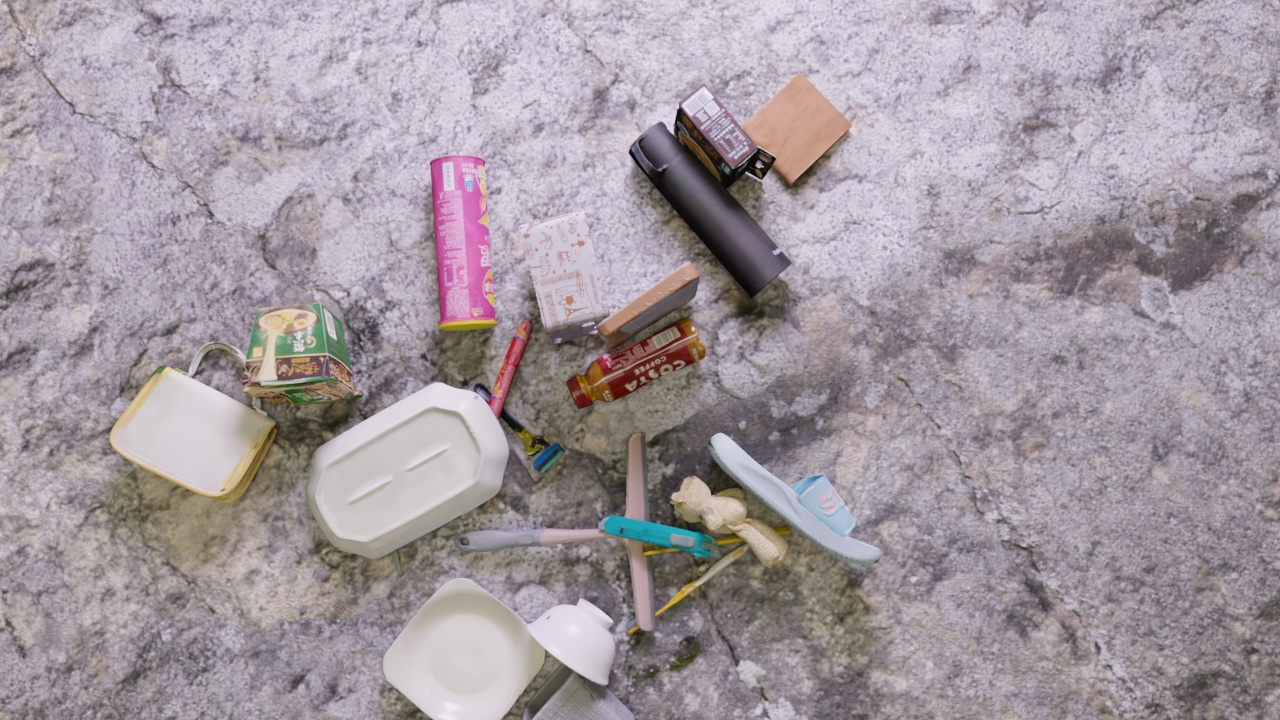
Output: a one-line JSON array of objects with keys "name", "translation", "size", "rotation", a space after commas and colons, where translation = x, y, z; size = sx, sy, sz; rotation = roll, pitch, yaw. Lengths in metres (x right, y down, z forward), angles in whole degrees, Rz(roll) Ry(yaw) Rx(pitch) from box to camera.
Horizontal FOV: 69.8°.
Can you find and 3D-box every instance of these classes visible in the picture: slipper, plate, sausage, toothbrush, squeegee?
[{"name": "slipper", "translation": [0.191, 0.162, 1.125], "size": [0.245, 0.104, 0.074], "rotation": [38, 85, 7]}, {"name": "plate", "translation": [-0.290, 0.138, 1.119], "size": [0.266, 0.034, 0.162], "rotation": [-28, 90, 6]}, {"name": "sausage", "translation": [-0.166, 0.016, 1.149], "size": [0.020, 0.020, 0.155], "rotation": [19, 76, -1]}, {"name": "toothbrush", "translation": [0.095, 0.224, 1.149], "size": [0.190, 0.016, 0.016], "rotation": [-7, 77, -8]}, {"name": "plate", "translation": [-0.215, 0.366, 1.134], "size": [0.164, 0.034, 0.163], "rotation": [40, 87, 1]}, {"name": "squeegee", "translation": [-0.110, 0.219, 1.139], "size": [0.249, 0.040, 0.247], "rotation": [-4, 84, 1]}, {"name": "toothbrush", "translation": [0.060, 0.284, 1.155], "size": [0.191, 0.016, 0.018], "rotation": [-36, 80, -2]}]

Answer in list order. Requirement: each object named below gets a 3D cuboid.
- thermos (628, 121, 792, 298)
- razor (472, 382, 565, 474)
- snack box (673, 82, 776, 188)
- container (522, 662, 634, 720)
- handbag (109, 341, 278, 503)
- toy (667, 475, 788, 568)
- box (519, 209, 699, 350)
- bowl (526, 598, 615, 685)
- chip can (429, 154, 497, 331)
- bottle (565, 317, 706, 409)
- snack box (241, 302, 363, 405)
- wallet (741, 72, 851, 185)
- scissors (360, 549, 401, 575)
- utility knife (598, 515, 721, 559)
[{"name": "thermos", "translation": [0.079, -0.185, 1.144], "size": [0.242, 0.089, 0.069], "rotation": [48, 127, 1]}, {"name": "razor", "translation": [-0.159, 0.081, 1.155], "size": [0.143, 0.022, 0.042], "rotation": [44, 77, 7]}, {"name": "snack box", "translation": [0.100, -0.268, 1.133], "size": [0.053, 0.113, 0.125], "rotation": [-39, 88, -2]}, {"name": "container", "translation": [-0.070, 0.435, 1.110], "size": [0.114, 0.090, 0.090], "rotation": [42, 87, -3]}, {"name": "handbag", "translation": [-0.531, 0.069, 1.135], "size": [0.163, 0.063, 0.178], "rotation": [27, 72, 0]}, {"name": "toy", "translation": [0.109, 0.198, 1.126], "size": [0.157, 0.104, 0.066], "rotation": [32, 121, 16]}, {"name": "box", "translation": [-0.027, -0.097, 1.087], "size": [0.193, 0.183, 0.156], "rotation": [-16, 88, -3]}, {"name": "bowl", "translation": [-0.070, 0.326, 1.100], "size": [0.118, 0.118, 0.064], "rotation": [35, 83, 0]}, {"name": "chip can", "translation": [-0.220, -0.145, 1.140], "size": [0.071, 0.071, 0.210], "rotation": [-4, 87, -2]}, {"name": "bottle", "translation": [-0.007, 0.007, 1.145], "size": [0.175, 0.057, 0.057], "rotation": [-25, 88, -2]}, {"name": "snack box", "translation": [-0.410, -0.009, 1.114], "size": [0.117, 0.118, 0.105], "rotation": [-5, 77, -2]}, {"name": "wallet", "translation": [0.200, -0.299, 1.185], "size": [0.115, 0.020, 0.101], "rotation": [-43, 88, -6]}, {"name": "scissors", "translation": [-0.326, 0.178, 1.153], "size": [0.159, 0.014, 0.175], "rotation": [-43, 91, -1]}, {"name": "utility knife", "translation": [0.025, 0.216, 1.126], "size": [0.157, 0.013, 0.029], "rotation": [13, 73, -4]}]
